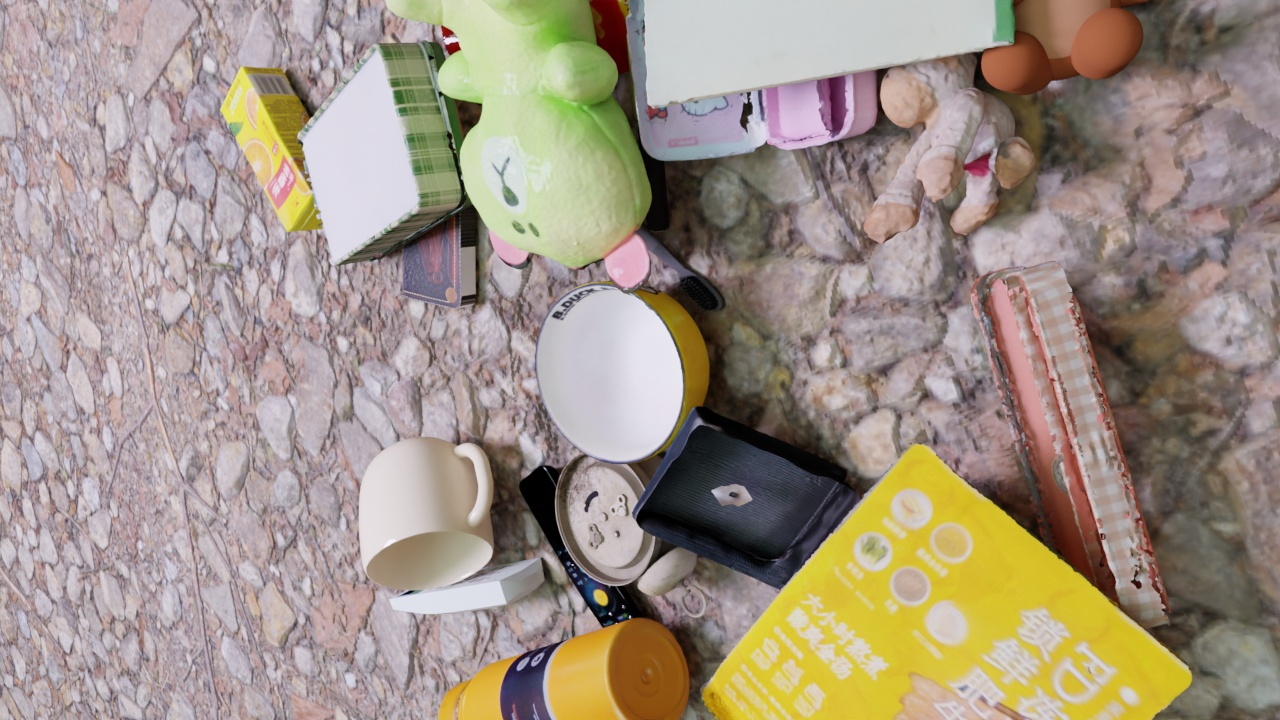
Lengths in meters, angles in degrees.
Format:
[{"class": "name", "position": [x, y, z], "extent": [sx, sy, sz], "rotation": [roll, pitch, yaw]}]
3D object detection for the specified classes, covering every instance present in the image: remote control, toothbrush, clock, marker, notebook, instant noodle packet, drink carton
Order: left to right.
[{"class": "drink carton", "position": [-0.304, -0.180, 0.787], "extent": [0.059, 0.042, 0.134], "rotation": [-40, 76, 38]}, {"class": "remote control", "position": [-0.139, 0.188, 0.747], "extent": [0.144, 0.049, 0.024], "rotation": [-19, 90, 36]}, {"class": "remote control", "position": [-0.040, 0.147, 0.687], "extent": [0.041, 0.020, 0.152], "rotation": [-40, 78, 39]}, {"class": "toothbrush", "position": [-0.004, -0.091, 0.614], "extent": [0.167, 0.013, 0.013], "rotation": [48, 123, 20]}, {"class": "clock", "position": [0.002, 0.116, 0.630], "extent": [0.141, 0.054, 0.093], "rotation": [49, 125, 25]}, {"class": "marker", "position": [0.008, -0.140, 0.570], "extent": [0.021, 0.017, 0.124], "rotation": [-9, 121, -6]}, {"class": "notebook", "position": [0.079, -0.262, 0.444], "extent": [0.182, 0.010, 0.252], "rotation": [-2, 91, 27]}, {"class": "instant noodle packet", "position": [0.154, 0.168, 0.500], "extent": [0.163, 0.084, 0.222], "rotation": [44, 129, 21]}]

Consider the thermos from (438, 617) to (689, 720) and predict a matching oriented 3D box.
[{"class": "thermos", "position": [-0.071, 0.259, 0.684], "extent": [0.076, 0.091, 0.233], "rotation": [45, 133, -16]}]

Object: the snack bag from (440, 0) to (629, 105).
[{"class": "snack bag", "position": [-0.026, -0.243, 0.582], "extent": [0.208, 0.066, 0.139], "rotation": [-6, 92, 27]}]

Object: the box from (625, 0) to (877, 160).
[{"class": "box", "position": [0.063, -0.217, 0.507], "extent": [0.147, 0.077, 0.201], "rotation": [0, 100, 31]}]

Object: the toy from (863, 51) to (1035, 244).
[{"class": "toy", "position": [0.151, -0.119, 0.457], "extent": [0.074, 0.085, 0.106], "rotation": [-4, 80, 2]}]

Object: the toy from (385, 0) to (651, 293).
[{"class": "toy", "position": [-0.059, -0.146, 0.544], "extent": [0.150, 0.107, 0.197], "rotation": [11, 135, 40]}]

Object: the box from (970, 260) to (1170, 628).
[{"class": "box", "position": [0.214, 0.040, 0.462], "extent": [0.042, 0.082, 0.187], "rotation": [-16, 89, 6]}]

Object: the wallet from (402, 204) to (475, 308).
[{"class": "wallet", "position": [-0.158, -0.106, 0.713], "extent": [0.072, 0.019, 0.123], "rotation": [14, 108, 33]}]

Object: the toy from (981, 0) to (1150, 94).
[{"class": "toy", "position": [0.191, -0.190, 0.422], "extent": [0.095, 0.065, 0.127], "rotation": [-4, 93, 27]}]

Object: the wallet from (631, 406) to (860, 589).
[{"class": "wallet", "position": [0.064, 0.085, 0.566], "extent": [0.115, 0.026, 0.089], "rotation": [25, 116, -10]}]

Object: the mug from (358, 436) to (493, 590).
[{"class": "mug", "position": [-0.161, 0.107, 0.715], "extent": [0.120, 0.096, 0.099], "rotation": [-34, 51, 22]}]

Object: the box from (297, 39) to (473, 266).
[{"class": "box", "position": [-0.190, -0.143, 0.672], "extent": [0.206, 0.051, 0.117], "rotation": [-14, 93, 56]}]

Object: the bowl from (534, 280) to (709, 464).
[{"class": "bowl", "position": [-0.004, 0.003, 0.599], "extent": [0.117, 0.067, 0.117], "rotation": [9, 106, 34]}]
